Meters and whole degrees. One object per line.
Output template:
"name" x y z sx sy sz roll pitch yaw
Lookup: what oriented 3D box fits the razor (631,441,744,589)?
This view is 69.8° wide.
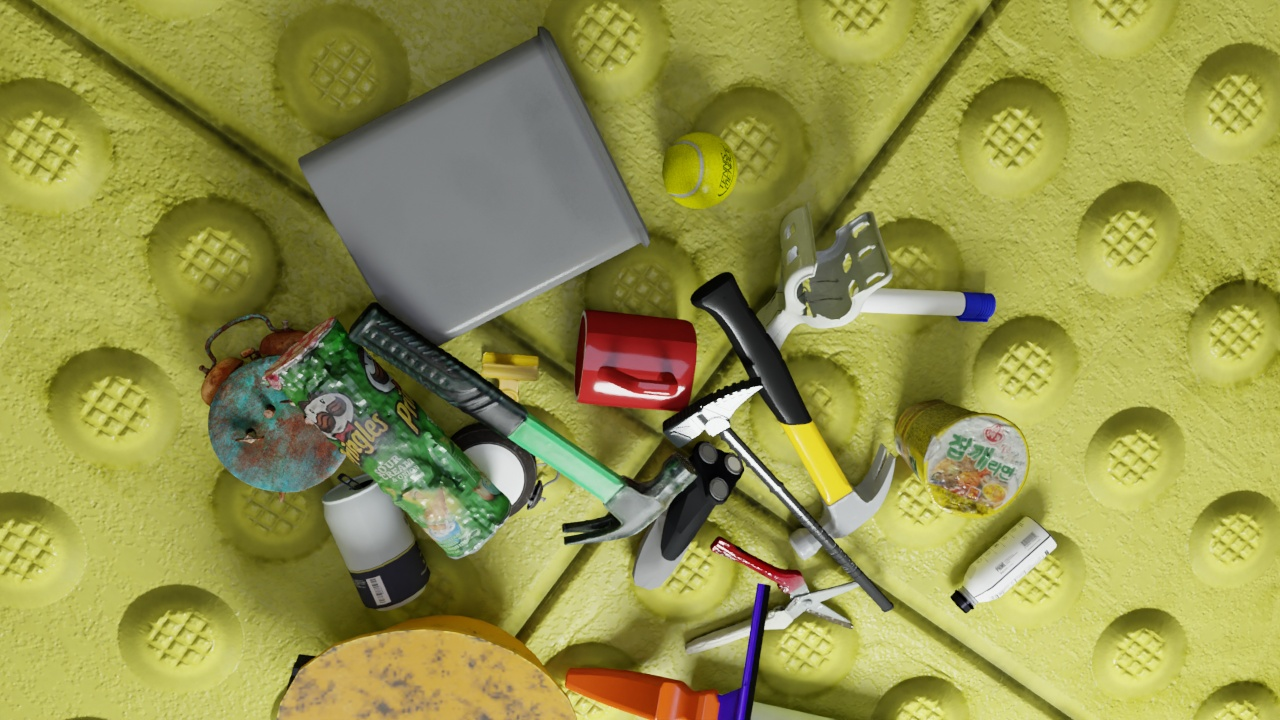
"razor" 0.038 0.152 0.872 0.057 0.060 0.156 25 112 -23

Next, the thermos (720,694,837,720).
"thermos" 0.166 0.392 0.932 0.230 0.068 0.068 15 99 -10

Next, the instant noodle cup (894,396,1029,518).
"instant noodle cup" 0.290 0.083 0.859 0.102 0.108 0.102 -2 102 -7

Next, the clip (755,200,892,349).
"clip" 0.141 -0.076 0.807 0.151 0.126 0.110 -31 114 24

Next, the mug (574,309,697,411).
"mug" -0.005 0.005 0.801 0.096 0.116 0.080 6 106 -9

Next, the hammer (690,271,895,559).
"hammer" 0.136 0.049 0.823 0.127 0.029 0.324 -33 123 2

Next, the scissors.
"scissors" 0.123 0.244 0.912 0.199 0.015 0.179 37 106 -24

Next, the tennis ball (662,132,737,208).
"tennis ball" 0.051 -0.165 0.798 0.065 0.065 0.065 -1 102 -7

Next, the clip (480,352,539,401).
"clip" -0.120 0.018 0.836 0.054 0.046 0.048 5 76 -10

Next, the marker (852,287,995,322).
"marker" 0.269 -0.054 0.872 0.133 0.023 0.027 2 123 -8

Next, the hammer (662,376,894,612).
"hammer" 0.155 0.139 0.847 0.095 0.015 0.325 -32 118 21

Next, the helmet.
"helmet" -0.186 0.313 0.836 0.255 0.131 0.205 10 100 -9

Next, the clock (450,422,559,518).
"clock" -0.135 0.103 0.843 0.122 0.043 0.091 -6 103 -6

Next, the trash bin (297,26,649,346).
"trash bin" -0.133 -0.136 0.767 0.220 0.097 0.192 -27 104 0

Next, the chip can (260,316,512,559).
"chip can" -0.202 0.069 0.756 0.075 0.075 0.223 -39 110 2

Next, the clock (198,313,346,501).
"clock" -0.313 0.036 0.792 0.121 0.073 0.157 -29 103 -1

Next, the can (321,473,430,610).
"can" -0.241 0.158 0.831 0.064 0.064 0.127 -20 104 -3

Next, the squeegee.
"squeegee" 0.016 0.326 0.886 0.185 0.055 0.249 7 77 15

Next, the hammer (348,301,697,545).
"hammer" -0.105 0.056 0.778 0.318 0.032 0.130 38 108 -26

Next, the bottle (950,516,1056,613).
"bottle" 0.365 0.211 0.931 0.116 0.041 0.041 -43 104 3
